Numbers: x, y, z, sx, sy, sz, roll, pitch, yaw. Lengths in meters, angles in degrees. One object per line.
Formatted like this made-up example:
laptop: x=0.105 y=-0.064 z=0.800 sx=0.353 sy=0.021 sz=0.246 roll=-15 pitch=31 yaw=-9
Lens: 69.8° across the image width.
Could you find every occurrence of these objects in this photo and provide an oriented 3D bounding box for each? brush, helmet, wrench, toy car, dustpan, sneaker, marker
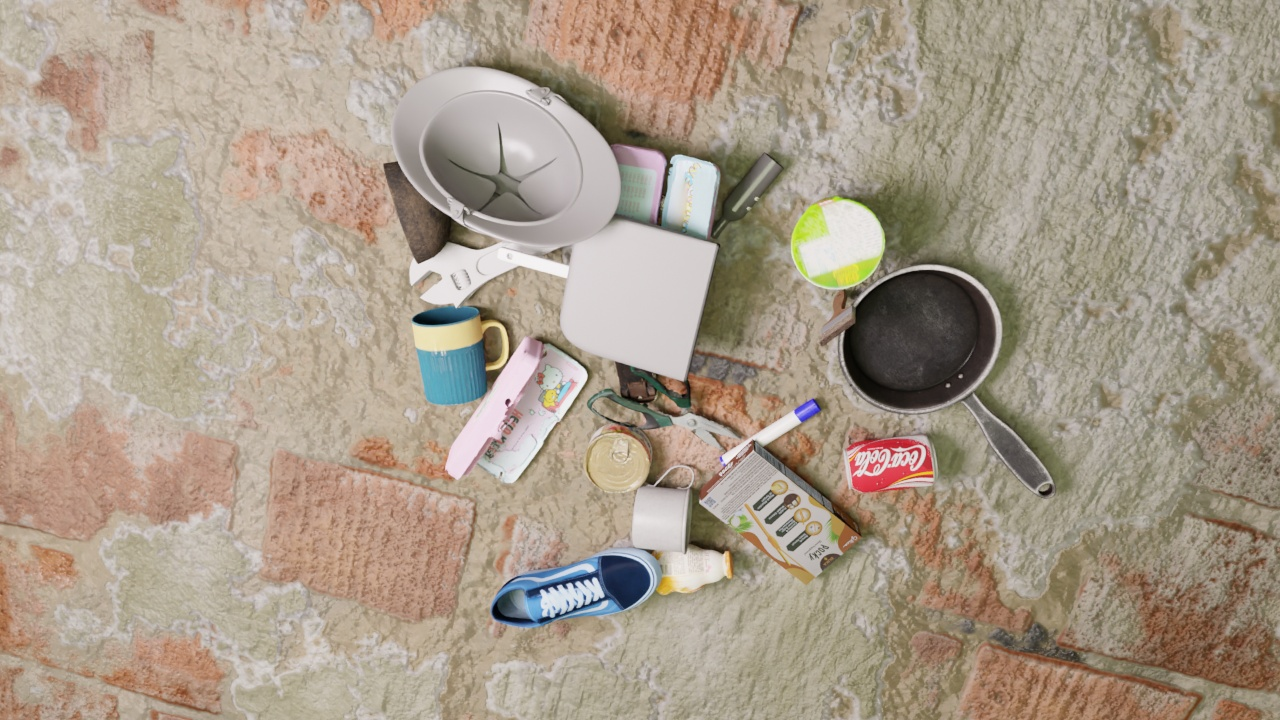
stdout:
brush: x=0.225 y=-0.056 z=1.035 sx=0.045 sy=0.142 sz=0.008 roll=-38 pitch=99 yaw=25
helmet: x=-0.148 y=-0.211 z=1.049 sx=0.271 sy=0.118 sz=0.183 roll=31 pitch=77 yaw=6
wrench: x=-0.157 y=-0.143 z=1.118 sx=0.273 sy=0.018 sz=0.086 roll=-24 pitch=91 yaw=11
toy car: x=-0.007 y=0.007 z=1.143 sx=0.048 sy=0.040 sz=0.113 roll=-4 pitch=125 yaw=8
dustpan: x=-0.049 y=-0.089 z=1.053 sx=0.258 sy=0.033 sz=0.163 roll=16 pitch=110 yaw=10
sneaker: x=-0.090 y=0.309 z=1.192 sx=0.242 sy=0.098 sz=0.083 roll=-17 pitch=97 yaw=25
marker: x=0.162 y=0.093 z=1.157 sx=0.142 sy=0.020 sz=0.020 roll=-35 pitch=101 yaw=16

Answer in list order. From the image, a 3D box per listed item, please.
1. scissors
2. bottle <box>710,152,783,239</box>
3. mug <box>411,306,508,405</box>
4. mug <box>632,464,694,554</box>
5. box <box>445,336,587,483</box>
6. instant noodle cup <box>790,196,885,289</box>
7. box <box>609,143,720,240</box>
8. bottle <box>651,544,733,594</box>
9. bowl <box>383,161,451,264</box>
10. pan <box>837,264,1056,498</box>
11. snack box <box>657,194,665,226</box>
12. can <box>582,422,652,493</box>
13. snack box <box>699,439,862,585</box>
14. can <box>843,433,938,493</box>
scissors: x=0.049 y=0.047 z=1.135 sx=0.209 sy=0.015 sz=0.147 roll=18 pitch=124 yaw=-9
bottle: x=0.118 y=-0.187 z=1.064 sx=0.030 sy=0.030 sz=0.113 roll=38 pitch=109 yaw=-6
mug: x=-0.221 y=-0.009 z=1.146 sx=0.113 sy=0.083 sz=0.107 roll=-11 pitch=109 yaw=-18
mug: x=0.031 y=0.189 z=1.180 sx=0.070 sy=0.084 sz=0.113 roll=4 pitch=79 yaw=8
box: x=-0.154 y=0.076 z=1.165 sx=0.102 sy=0.086 sz=0.202 roll=30 pitch=109 yaw=-16
instant noodle cup: x=0.216 y=-0.139 z=1.027 sx=0.099 sy=0.107 sz=0.099 roll=2 pitch=108 yaw=7
box: x=0.013 y=-0.131 z=1.052 sx=0.150 sy=0.048 sz=0.214 roll=18 pitch=111 yaw=23
bottle: x=0.066 y=0.273 z=1.206 sx=0.109 sy=0.063 sz=0.063 roll=-7 pitch=107 yaw=10
bowl: x=-0.254 y=-0.179 z=1.075 sx=0.056 sy=0.121 sz=0.121 roll=-18 pitch=106 yaw=-7
pan: x=0.382 y=0.034 z=1.093 sx=0.188 sy=0.055 sz=0.357 roll=-40 pitch=106 yaw=17
snack box: x=0.004 y=-0.129 z=1.097 sx=0.051 sy=0.031 sz=0.141 roll=25 pitch=109 yaw=-1
can: x=-0.028 y=0.125 z=1.180 sx=0.086 sy=0.043 sz=0.086 roll=2 pitch=109 yaw=6
snack box: x=0.178 y=0.195 z=1.171 sx=0.186 sy=0.031 sz=0.101 roll=39 pitch=110 yaw=-12
can: x=0.306 y=0.127 z=1.126 sx=0.105 sy=0.064 sz=0.064 roll=-8 pitch=107 yaw=10
